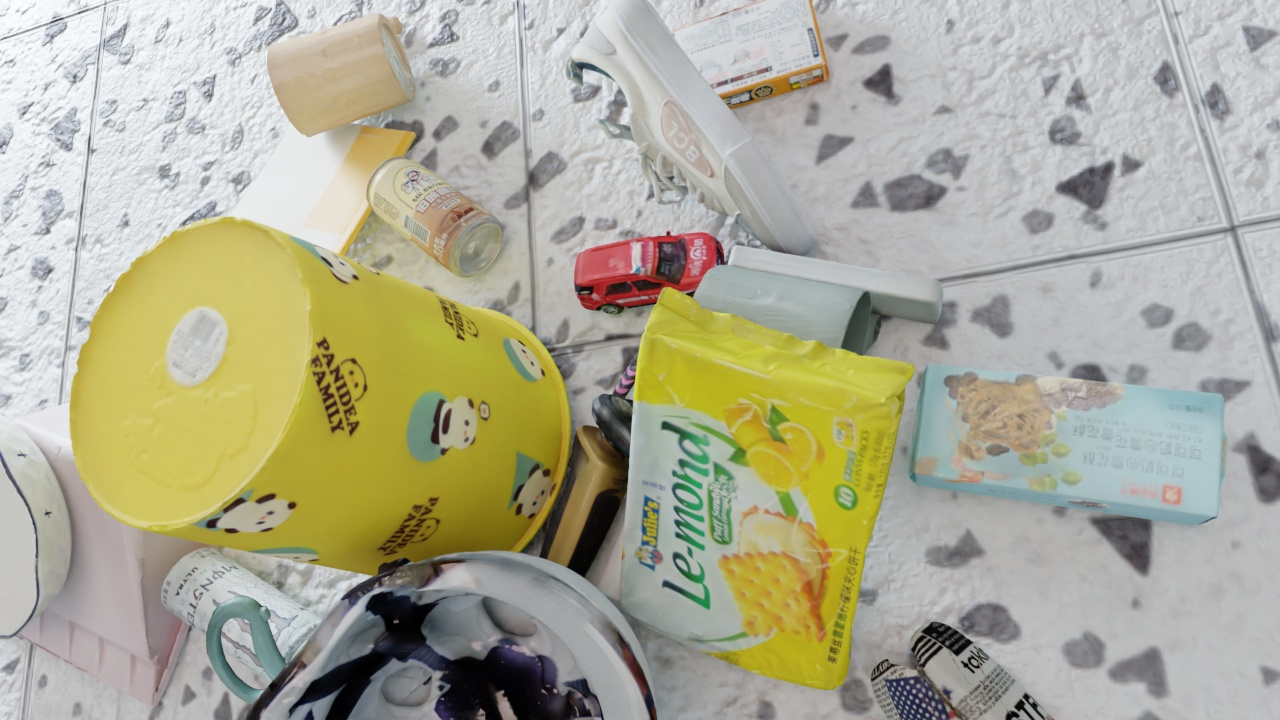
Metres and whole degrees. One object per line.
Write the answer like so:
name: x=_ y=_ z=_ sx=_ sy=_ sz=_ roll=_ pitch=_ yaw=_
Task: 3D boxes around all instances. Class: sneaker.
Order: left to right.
sneaker: x=0.031 y=-0.161 z=0.685 sx=0.091 sy=0.089 sz=0.242 roll=-39 pitch=81 yaw=16

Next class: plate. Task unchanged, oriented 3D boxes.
plate: x=-0.550 y=0.130 z=0.766 sx=0.205 sy=0.045 sz=0.205 roll=5 pitch=102 yaw=26

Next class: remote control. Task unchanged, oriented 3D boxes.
remote control: x=0.137 y=-0.055 z=0.649 sx=0.150 sy=0.058 sz=0.021 roll=14 pitch=81 yaw=21

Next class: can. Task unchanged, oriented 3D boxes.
can: x=-0.307 y=0.204 z=0.724 sx=0.147 sy=0.058 sz=0.058 roll=23 pitch=83 yaw=23
can: x=-0.173 y=-0.121 z=0.772 sx=0.116 sy=0.058 sz=0.058 roll=36 pitch=88 yaw=24

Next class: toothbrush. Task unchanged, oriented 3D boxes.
toothbrush: x=-0.004 y=0.004 z=0.702 sx=0.014 sy=0.018 sz=0.189 roll=28 pitch=84 yaw=26
toothbrush: x=0.021 y=0.073 z=0.668 sx=0.026 sy=0.026 sz=0.221 roll=12 pitch=77 yaw=56

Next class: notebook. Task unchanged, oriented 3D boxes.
notebook: x=-0.305 y=-0.133 z=0.821 sx=0.146 sy=0.010 sz=0.205 roll=14 pitch=66 yaw=23

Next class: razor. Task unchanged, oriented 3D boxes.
razor: x=-0.035 y=0.107 z=0.659 sx=0.068 sy=0.062 sz=0.167 roll=25 pitch=93 yaw=40

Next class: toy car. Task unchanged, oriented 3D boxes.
toy car: x=0.005 y=-0.069 z=0.700 sx=0.121 sy=0.045 sz=0.052 roll=-7 pitch=66 yaw=18

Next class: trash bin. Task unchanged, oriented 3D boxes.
trash bin: x=-0.206 y=0.036 z=0.622 sx=0.230 sy=0.255 sz=0.229 roll=-7 pitch=73 yaw=22

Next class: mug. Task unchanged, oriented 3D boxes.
mug: x=-0.269 y=-0.270 z=0.838 sx=0.103 sy=0.084 sz=0.124 roll=-16 pitch=43 yaw=5
mug: x=0.100 y=-0.020 z=0.624 sx=0.103 sy=0.123 sz=0.084 roll=14 pitch=110 yaw=23

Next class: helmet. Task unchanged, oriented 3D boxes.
helmet: x=-0.099 y=0.230 z=0.593 sx=0.259 sy=0.145 sz=0.229 roll=-41 pitch=82 yaw=8

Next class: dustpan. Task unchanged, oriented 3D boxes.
dustpan: x=-0.449 y=0.133 z=0.820 sx=0.223 sy=0.138 sz=0.274 roll=18 pitch=109 yaw=21

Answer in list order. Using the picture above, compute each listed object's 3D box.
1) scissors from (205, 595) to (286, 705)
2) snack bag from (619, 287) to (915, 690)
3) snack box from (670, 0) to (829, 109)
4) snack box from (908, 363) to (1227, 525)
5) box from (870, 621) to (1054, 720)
scissors: x=-0.238 y=0.219 z=0.660 sx=0.181 sy=0.019 sz=0.170 roll=29 pitch=100 yaw=-18
snack bag: x=0.073 y=0.087 z=0.572 sx=0.158 sy=0.068 sz=0.247 roll=17 pitch=119 yaw=22
snack box: x=0.069 y=-0.242 z=0.742 sx=0.154 sy=0.026 sz=0.075 roll=-13 pitch=72 yaw=15
snack box: x=0.264 y=0.052 z=0.578 sx=0.175 sy=0.051 sz=0.074 roll=6 pitch=76 yaw=21
box: x=0.204 y=0.241 z=0.545 sx=0.163 sy=0.076 sz=0.088 roll=49 pitch=114 yaw=21
